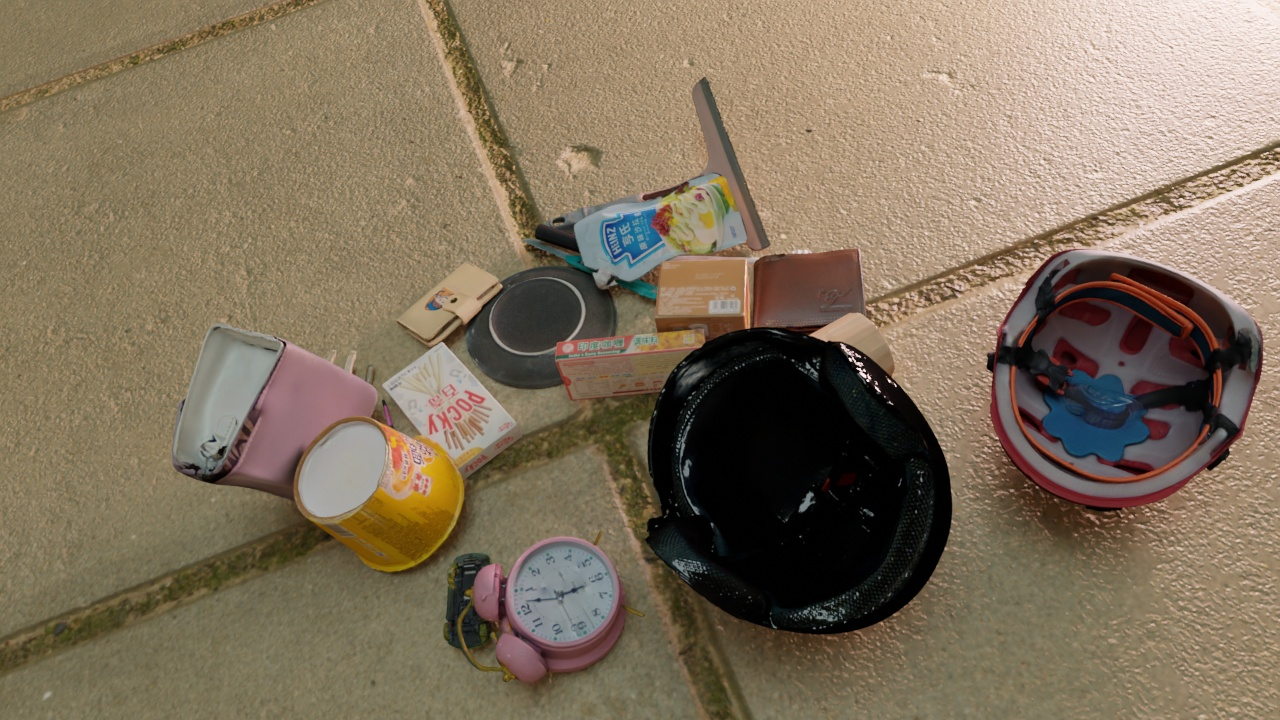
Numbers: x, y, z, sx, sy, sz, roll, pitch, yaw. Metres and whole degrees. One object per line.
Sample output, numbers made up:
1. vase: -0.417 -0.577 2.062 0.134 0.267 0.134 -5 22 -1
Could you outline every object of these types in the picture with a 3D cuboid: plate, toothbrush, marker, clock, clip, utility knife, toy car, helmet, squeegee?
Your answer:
1. plate: -0.117 -0.047 1.059 0.179 0.024 0.179 -5 55 7
2. toothbrush: -0.252 0.112 0.981 0.017 0.014 0.189 -17 53 -14
3. marker: -0.067 -0.136 1.105 0.132 0.020 0.022 21 40 15
4. clock: -0.087 0.223 0.826 0.158 0.060 0.117 -22 62 -16
5. clip: -0.336 0.030 1.021 0.035 0.093 0.102 4 46 13
6. toothbrush: 0.109 -0.119 1.071 0.180 0.016 0.016 0 53 11
7. utility knife: -0.054 -0.110 1.093 0.217 0.013 0.029 24 34 24
8. toy car: -0.160 0.228 0.867 0.043 0.036 0.091 -5 55 5
9. helmet: 0.421 0.034 0.834 0.207 0.144 0.239 26 78 26
10. helmet: 0.135 0.103 0.785 0.233 0.230 0.274 -46 50 8
11. squeegee: 0.003 -0.201 1.135 0.250 0.040 0.247 -18 71 4

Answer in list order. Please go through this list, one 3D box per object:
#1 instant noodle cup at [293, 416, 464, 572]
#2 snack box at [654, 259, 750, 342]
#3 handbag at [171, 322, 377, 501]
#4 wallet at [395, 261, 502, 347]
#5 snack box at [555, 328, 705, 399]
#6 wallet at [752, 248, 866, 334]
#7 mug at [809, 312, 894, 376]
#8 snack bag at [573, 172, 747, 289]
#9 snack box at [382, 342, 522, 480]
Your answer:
1. instant noodle cup: -0.260 0.124 0.897 0.138 0.110 0.137 -12 58 19
2. snack box: 0.069 -0.049 0.982 0.093 0.094 0.076 -1 55 10
3. handbag: -0.358 0.060 0.904 0.098 0.197 0.144 10 77 13
4. wallet: -0.225 -0.067 1.085 0.115 0.024 0.087 -43 47 -20
5. snack box: -0.006 0.006 0.968 0.156 0.077 0.027 -5 55 7
6. wallet: 0.186 -0.074 1.018 0.124 0.032 0.101 -3 58 9
7. mug: 0.200 0.026 0.923 0.103 0.084 0.124 -29 80 -12
8. snack bag: 0.020 -0.151 1.070 0.191 0.039 0.110 -18 68 2
9. snack box: -0.208 0.053 1.005 0.084 0.027 0.157 -38 57 -16
